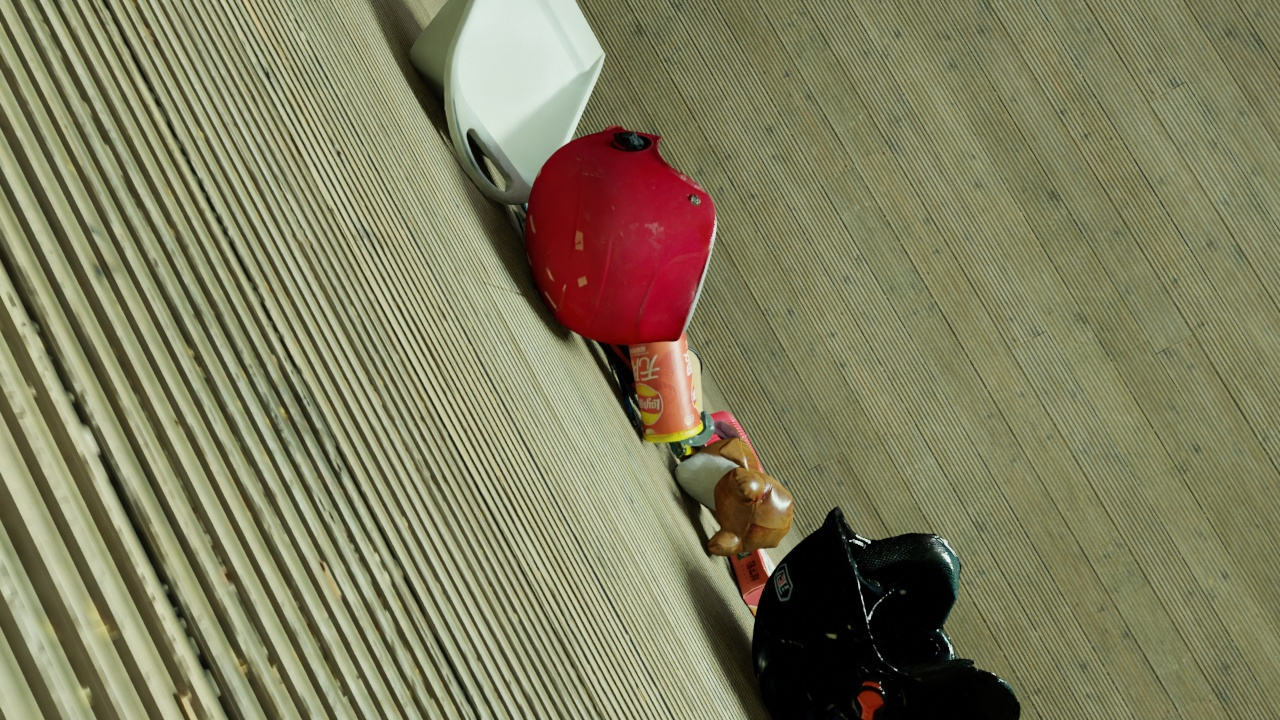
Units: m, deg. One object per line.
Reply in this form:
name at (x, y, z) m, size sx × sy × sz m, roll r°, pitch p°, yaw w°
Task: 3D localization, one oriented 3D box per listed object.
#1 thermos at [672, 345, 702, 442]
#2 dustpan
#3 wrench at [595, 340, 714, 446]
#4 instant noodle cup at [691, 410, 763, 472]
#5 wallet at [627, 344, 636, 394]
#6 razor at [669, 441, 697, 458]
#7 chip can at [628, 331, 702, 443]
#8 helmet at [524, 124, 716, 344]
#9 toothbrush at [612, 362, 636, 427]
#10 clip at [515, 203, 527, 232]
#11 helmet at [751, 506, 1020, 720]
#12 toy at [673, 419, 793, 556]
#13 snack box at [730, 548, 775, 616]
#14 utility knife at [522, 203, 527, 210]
thermos at (0.046, 0.042, 1.261) m, size 0.093 × 0.093 × 0.143 m, roll 56°, pitch 17°, yaw -36°
dustpan at (-0.124, -0.304, 0.988) m, size 0.143 × 0.257 × 0.223 m, roll 36°, pitch -10°, yaw 37°
wrench at (-0.006, 0.006, 1.091) m, size 0.273 × 0.056 × 0.016 m, roll 48°, pitch -18°, yaw -19°
instant noodle cup at (0.127, 0.146, 1.331) m, size 0.194 × 0.066 × 0.194 m, roll 155°, pitch -89°, yaw -84°
wallet at (0.014, -0.026, 1.198) m, size 0.115 × 0.020 × 0.101 m, roll -37°, pitch 119°, yaw -40°
razor at (0.075, 0.144, 1.291) m, size 0.132 × 0.028 × 0.043 m, roll 56°, pitch 4°, yaw -48°
chip can at (0.020, -0.018, 1.053) m, size 0.073 × 0.073 × 0.216 m, roll -68°, pitch 149°, yaw -82°
helmet at (-0.047, -0.124, 0.923) m, size 0.240 × 0.143 × 0.207 m, roll 52°, pitch -38°, yaw 31°
toothbrush at (-0.027, 0.017, 1.117) m, size 0.189 × 0.016 × 0.014 m, roll -108°, pitch 173°, yaw -49°
clip at (-0.128, -0.155, 1.062) m, size 0.026 × 0.038 × 0.058 m, roll 55°, pitch 7°, yaw -49°
helmet at (0.218, 0.282, 0.889) m, size 0.275 × 0.230 × 0.233 m, roll 50°, pitch 16°, yaw -14°
toy at (0.104, 0.158, 1.127) m, size 0.130 × 0.140 × 0.199 m, roll 16°, pitch 17°, yaw -11°
snack box at (0.155, 0.286, 1.184) m, size 0.127 × 0.044 × 0.113 m, roll 59°, pitch 7°, yaw -24°
utility knife at (-0.131, -0.173, 1.158) m, size 0.196 × 0.020 × 0.031 m, roll 64°, pitch 12°, yaw -7°
